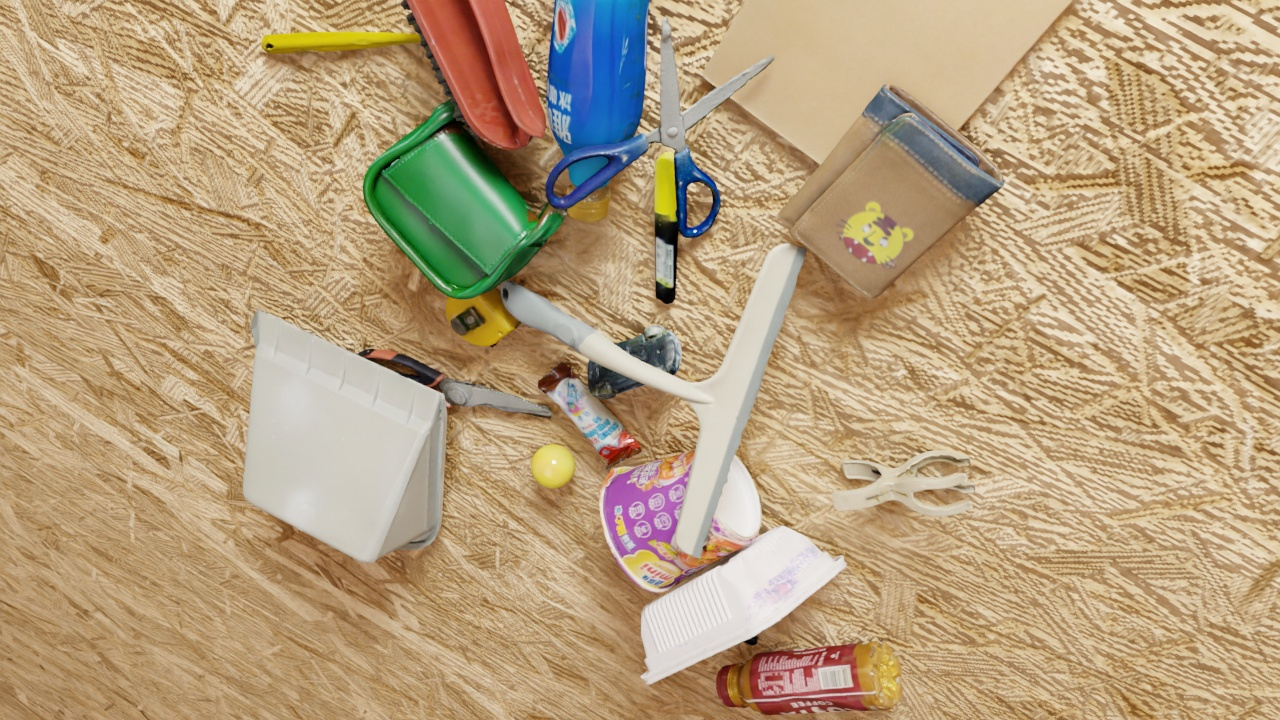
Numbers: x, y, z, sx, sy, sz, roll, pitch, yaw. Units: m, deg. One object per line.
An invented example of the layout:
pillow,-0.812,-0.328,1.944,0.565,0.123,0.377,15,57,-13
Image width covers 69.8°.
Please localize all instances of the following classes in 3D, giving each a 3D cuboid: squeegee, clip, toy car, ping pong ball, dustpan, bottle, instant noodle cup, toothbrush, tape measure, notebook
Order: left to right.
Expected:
dustpan,-0.295,0.095,0.959,0.223,0.142,0.258,23,106,13
toothbrush,-0.208,-0.236,0.679,0.190,0.016,0.016,7,125,24
tape measure,-0.138,-0.038,0.778,0.060,0.028,0.057,49,132,-11
ping pong ball,-0.079,0.096,0.837,0.040,0.040,0.040,14,128,19
bottle,-0.027,-0.190,0.584,0.065,0.065,0.219,19,130,15
squeegee,-0.027,-0.010,0.692,0.247,0.039,0.247,28,113,29
toy car,-0.004,0.004,0.730,0.091,0.042,0.034,-22,151,36
instant noodle cup,0.038,0.125,0.757,0.099,0.111,0.111,-27,108,32
instant noodle cup,0.075,0.201,0.783,0.174,0.137,0.060,-39,77,42
bottle,0.150,0.296,0.848,0.175,0.057,0.057,-19,112,37
notebook,0.145,-0.202,0.520,0.149,0.012,0.212,37,132,1
clip,0.196,0.092,0.687,0.101,0.075,0.035,-3,122,29

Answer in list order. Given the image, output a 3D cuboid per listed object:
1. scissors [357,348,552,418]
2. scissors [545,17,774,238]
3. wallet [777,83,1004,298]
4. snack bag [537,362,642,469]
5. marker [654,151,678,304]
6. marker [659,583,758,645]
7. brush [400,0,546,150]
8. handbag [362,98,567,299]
scissors,-0.178,0.042,0.868,0.210,0.015,0.177,37,131,0
scissors,0.013,-0.137,0.590,0.162,0.012,0.176,-17,141,5
wallet,0.149,-0.100,0.564,0.090,0.033,0.116,39,136,-2
snack bag,-0.044,0.047,0.792,0.105,0.026,0.045,49,134,-9
marker,0.019,-0.093,0.665,0.018,0.015,0.124,10,130,13
marker,0.059,0.240,0.886,0.124,0.015,0.018,31,133,1
brush,-0.107,-0.208,0.604,0.069,0.063,0.146,7,127,53
handbag,-0.132,-0.120,0.696,0.120,0.067,0.131,-33,102,31
